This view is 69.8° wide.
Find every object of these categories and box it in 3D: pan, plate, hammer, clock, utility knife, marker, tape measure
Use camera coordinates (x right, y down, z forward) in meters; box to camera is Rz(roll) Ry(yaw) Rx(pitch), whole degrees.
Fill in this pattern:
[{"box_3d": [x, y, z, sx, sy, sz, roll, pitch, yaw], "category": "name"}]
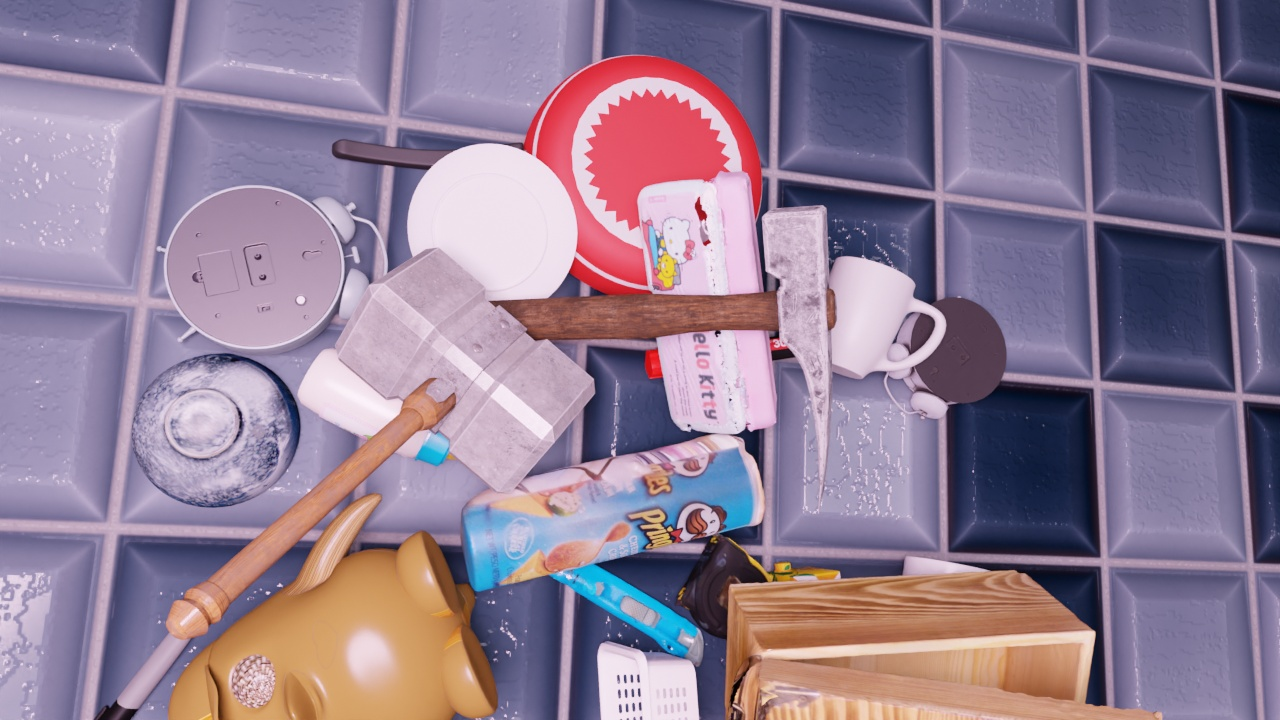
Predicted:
[{"box_3d": [-0.065, -0.160, 0.750, 0.355, 0.067, 0.208, 4, 83, -17], "category": "pan"}, {"box_3d": [-0.117, -0.100, 0.717, 0.134, 0.011, 0.135, 1, 104, 3], "category": "plate"}, {"box_3d": [-0.166, 0.059, 0.567, 0.162, 0.083, 0.316, 40, 35, -1], "category": "hammer"}, {"box_3d": [0.268, 0.000, 0.819, 0.122, 0.035, 0.094, -37, 91, -16], "category": "clock"}, {"box_3d": [-0.019, 0.189, 0.728, 0.173, 0.015, 0.031, 31, 70, -6], "category": "utility knife"}, {"box_3d": [-0.345, 0.217, 0.642, 0.022, 0.016, 0.138, 29, 73, 16], "category": "marker"}, {"box_3d": [-0.272, -0.068, 0.689, 0.159, 0.045, 0.122, -14, 85, -17], "category": "clock"}, {"box_3d": [-0.004, 0.004, 0.690, 0.301, 0.037, 0.218, -1, 105, 17], "category": "hammer"}, {"box_3d": [0.076, -0.006, 0.778, 0.145, 0.021, 0.023, -8, 106, -15], "category": "marker"}, {"box_3d": [0.071, 0.187, 0.737, 0.072, 0.042, 0.071, 37, 71, -9], "category": "tape measure"}]

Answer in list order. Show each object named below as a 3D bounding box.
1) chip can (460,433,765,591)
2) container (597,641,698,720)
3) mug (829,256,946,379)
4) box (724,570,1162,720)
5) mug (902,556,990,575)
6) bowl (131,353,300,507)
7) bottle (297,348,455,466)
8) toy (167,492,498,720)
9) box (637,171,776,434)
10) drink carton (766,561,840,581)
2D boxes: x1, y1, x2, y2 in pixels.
[{"box_3d": [-0.023, 0.113, 0.705, 0.229, 0.080, 0.079, -10, 84, -18], "category": "chip can"}, {"box_3d": [0.009, 0.278, 0.690, 0.049, 0.081, 0.129, 0, 81, -26], "category": "container"}, {"box_3d": [0.202, -0.027, 0.783, 0.107, 0.071, 0.089, 21, 85, 8], "category": "mug"}, {"box_3d": [0.169, 0.310, 0.603, 0.257, 0.215, 0.279, -1, 105, -6], "category": "box"}, {"box_3d": [0.264, 0.214, 0.747, 0.073, 0.111, 0.090, 22, 74, -42], "category": "mug"}, {"box_3d": [-0.305, 0.047, 0.654, 0.114, 0.061, 0.114, 3, 80, -15], "category": "bowl"}, {"box_3d": [-0.182, 0.044, 0.690, 0.146, 0.051, 0.051, 29, 75, -8], "category": "bottle"}, {"box_3d": [-0.212, 0.210, 0.609, 0.203, 0.162, 0.198, -23, 85, -6], "category": "toy"}, {"box_3d": [0.049, -0.042, 0.719, 0.095, 0.087, 0.202, -7, 104, 9], "category": "box"}, {"box_3d": [0.136, 0.225, 0.738, 0.041, 0.058, 0.122, -4, 82, -15], "category": "drink carton"}]
